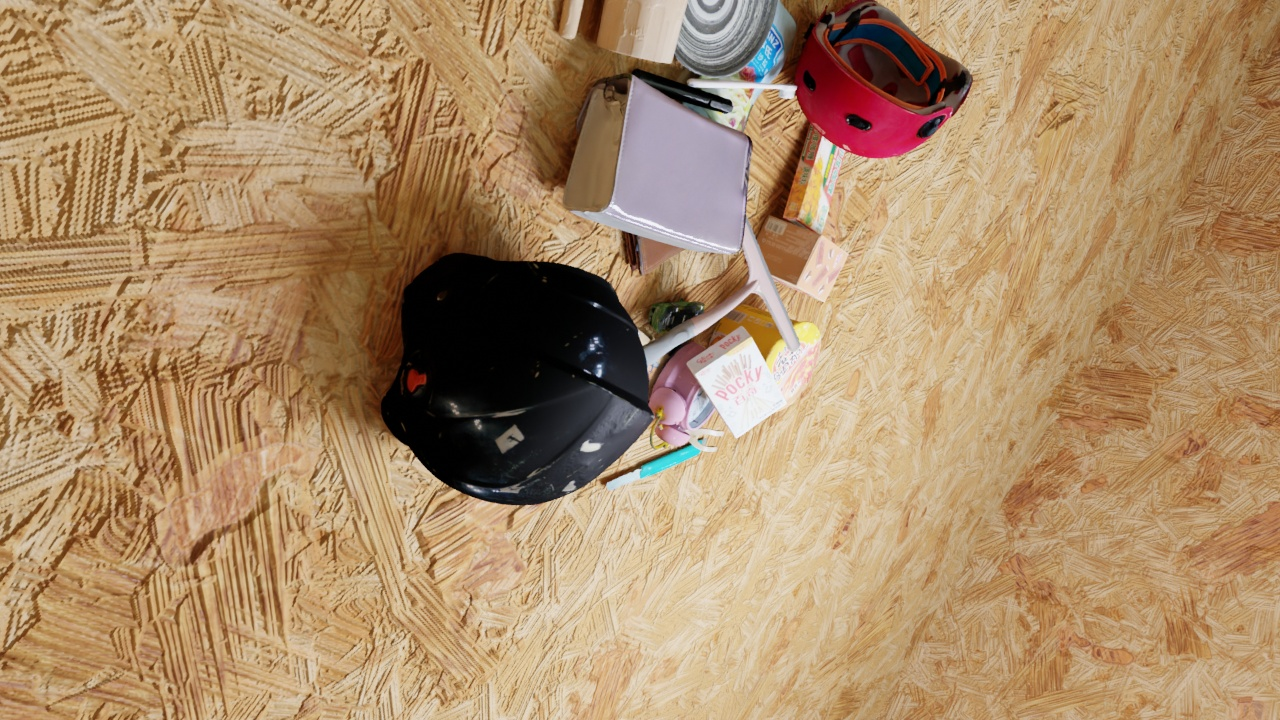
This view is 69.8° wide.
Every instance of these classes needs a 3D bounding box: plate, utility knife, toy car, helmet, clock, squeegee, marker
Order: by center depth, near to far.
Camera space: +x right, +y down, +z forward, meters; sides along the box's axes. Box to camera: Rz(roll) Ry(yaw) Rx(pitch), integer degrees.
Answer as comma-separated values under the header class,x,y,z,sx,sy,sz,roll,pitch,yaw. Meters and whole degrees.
class,x,y,z,sx,sy,sz,roll,pitch,yaw
helmet,-0.118,0.033,0.907,0.275,0.230,0.233,-44,143,11
plate,0.082,-0.400,0.991,0.179,0.024,0.180,-17,119,-34
marker,0.047,-0.293,1.007,0.131,0.022,0.020,6,124,-34
squeegee,0.069,-0.047,1.133,0.249,0.040,0.248,-33,118,-10
helmet,0.279,-0.331,1.147,0.239,0.207,0.144,-34,162,-42
toy car,0.048,-0.057,1.184,0.091,0.036,0.043,-4,115,-47
clock,0.057,0.052,1.227,0.158,0.060,0.117,-48,153,-24
utility knife,0.025,0.148,1.314,0.215,0.013,0.029,-17,128,-46

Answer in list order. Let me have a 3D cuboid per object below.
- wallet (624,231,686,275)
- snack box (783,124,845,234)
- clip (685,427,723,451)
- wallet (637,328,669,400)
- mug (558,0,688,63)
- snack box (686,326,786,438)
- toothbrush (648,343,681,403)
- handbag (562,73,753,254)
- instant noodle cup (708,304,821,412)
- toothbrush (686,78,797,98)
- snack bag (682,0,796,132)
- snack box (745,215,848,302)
class,x,y,z,sx,sy,sz,roll,pitch,yaw
wallet,0.031,-0.172,1.093,0.124,0.032,0.101,-34,134,-32
snack box,0.245,-0.259,1.267,0.077,0.027,0.155,17,89,-53
clip,0.065,0.099,1.323,0.103,0.092,0.035,16,105,-16
wallet,-0.007,0.007,1.176,0.087,0.024,0.115,-53,142,-2
mug,-0.013,-0.354,0.888,0.124,0.084,0.104,3,114,-25
snack box,0.127,0.031,1.183,0.085,0.027,0.157,-34,136,1
toothbrush,0.030,0.018,1.234,0.189,0.014,0.017,-60,156,0
handbag,0.025,-0.204,0.987,0.196,0.098,0.145,12,94,-41
instant noodle cup,0.169,-0.010,1.297,0.137,0.110,0.138,-28,132,-36
toothbrush,0.118,-0.313,1.053,0.179,0.016,0.016,-11,119,-40
snack bag,0.118,-0.340,1.079,0.110,0.039,0.191,33,86,-41
snack box,0.218,-0.141,1.281,0.094,0.093,0.077,18,99,-53
